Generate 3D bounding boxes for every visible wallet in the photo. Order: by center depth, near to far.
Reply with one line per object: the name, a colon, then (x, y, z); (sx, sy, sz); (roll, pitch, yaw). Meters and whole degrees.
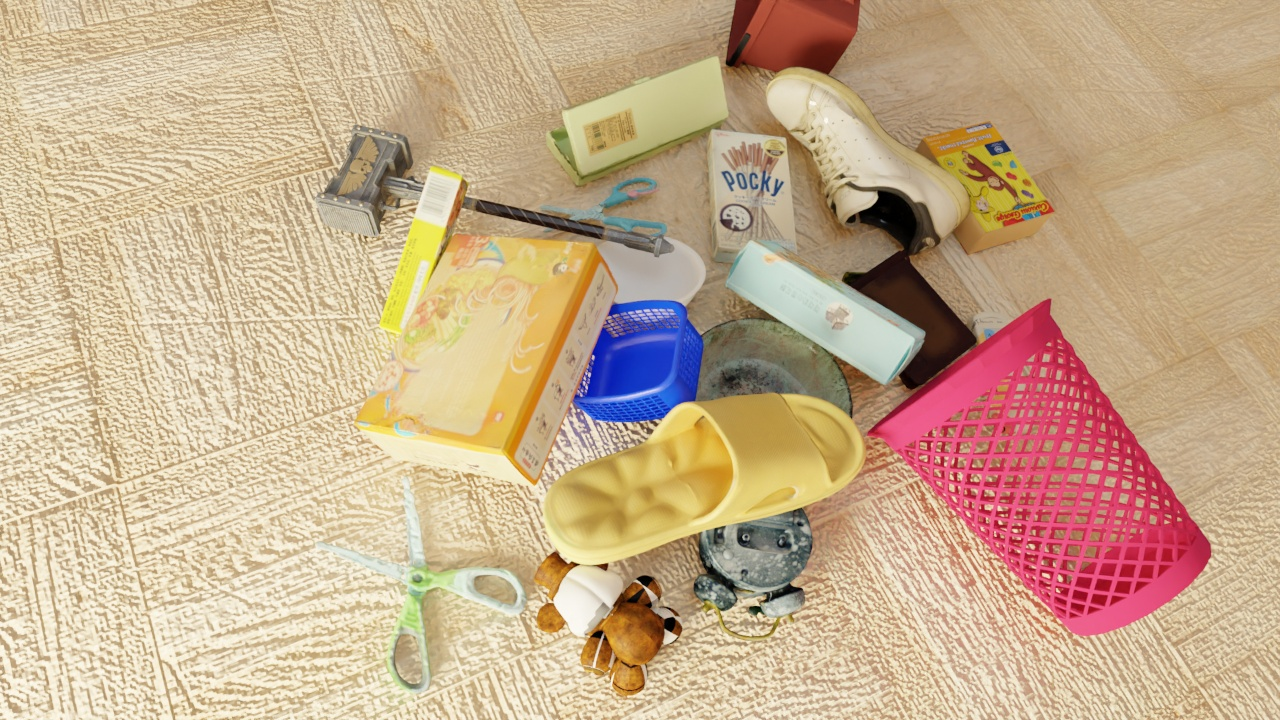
wallet: (0.254, -0.041, 0.871); (0.091, 0.018, 0.115); (-32, 81, -23)

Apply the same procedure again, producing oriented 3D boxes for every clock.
clock: (0.090, 0.159, 0.740); (0.090, 0.052, 0.129); (10, 61, -4)

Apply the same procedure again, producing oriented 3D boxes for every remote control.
remote control: (0.344, 0.011, 0.877); (0.038, 0.018, 0.125); (-1, 65, -9)

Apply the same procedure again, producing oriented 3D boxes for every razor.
razor: (0.223, -0.037, 0.882); (0.042, 0.026, 0.105); (1, 67, -11)

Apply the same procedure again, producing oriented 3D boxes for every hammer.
hammer: (-0.127, -0.138, 0.848); (0.322, 0.044, 0.098); (13, 61, 4)

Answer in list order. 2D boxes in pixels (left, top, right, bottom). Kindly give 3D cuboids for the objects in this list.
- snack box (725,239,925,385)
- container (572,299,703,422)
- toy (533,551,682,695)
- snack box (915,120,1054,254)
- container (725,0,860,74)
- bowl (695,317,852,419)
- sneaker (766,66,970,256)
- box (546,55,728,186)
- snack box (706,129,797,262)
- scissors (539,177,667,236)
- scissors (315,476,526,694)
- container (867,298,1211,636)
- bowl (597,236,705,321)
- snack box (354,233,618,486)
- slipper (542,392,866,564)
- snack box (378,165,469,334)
snack box: (0.167, -0.046, 0.828); (0.175, 0.053, 0.074); (33, 19, 18)
container: (-0.005, 0.004, 0.780); (0.114, 0.058, 0.096); (-6, 57, 28)
toy: (-0.029, 0.192, 0.702); (0.112, 0.067, 0.087); (31, 62, 18)
snack box: (0.357, -0.183, 0.967); (0.088, 0.040, 0.125); (-17, 67, -17)
container: (0.131, -0.403, 0.998); (0.200, 0.127, 0.147); (17, 60, -11)
bowl: (0.105, 0.039, 0.812); (0.157, 0.039, 0.157); (4, 62, -7)
sneaker: (0.211, -0.191, 0.928); (0.241, 0.089, 0.102); (39, 69, 5)
box: (0.002, -0.242, 0.938); (0.187, 0.089, 0.077); (-28, 90, -23)
snack box: (0.111, -0.165, 0.928); (0.082, 0.026, 0.149); (3, 63, -8)
scissors: (-0.026, -0.138, 0.885); (0.136, 0.015, 0.125); (-30, 49, -20)
scissors: (-0.168, 0.170, 0.719); (0.168, 0.023, 0.171); (-8, 66, -7)
container: (0.332, 0.095, 0.754); (0.182, 0.184, 0.225); (-33, 79, -23)
bowl: (0.003, -0.068, 0.845); (0.110, 0.041, 0.109); (1, 43, -1)
snack box: (-0.120, -0.003, 0.755); (0.145, 0.081, 0.194); (7, 61, 26)
slipper: (0.050, 0.077, 0.710); (0.263, 0.078, 0.099); (-19, 52, -11)
snack box: (-0.187, -0.093, 0.798); (0.029, 0.040, 0.148); (18, 90, -2)
